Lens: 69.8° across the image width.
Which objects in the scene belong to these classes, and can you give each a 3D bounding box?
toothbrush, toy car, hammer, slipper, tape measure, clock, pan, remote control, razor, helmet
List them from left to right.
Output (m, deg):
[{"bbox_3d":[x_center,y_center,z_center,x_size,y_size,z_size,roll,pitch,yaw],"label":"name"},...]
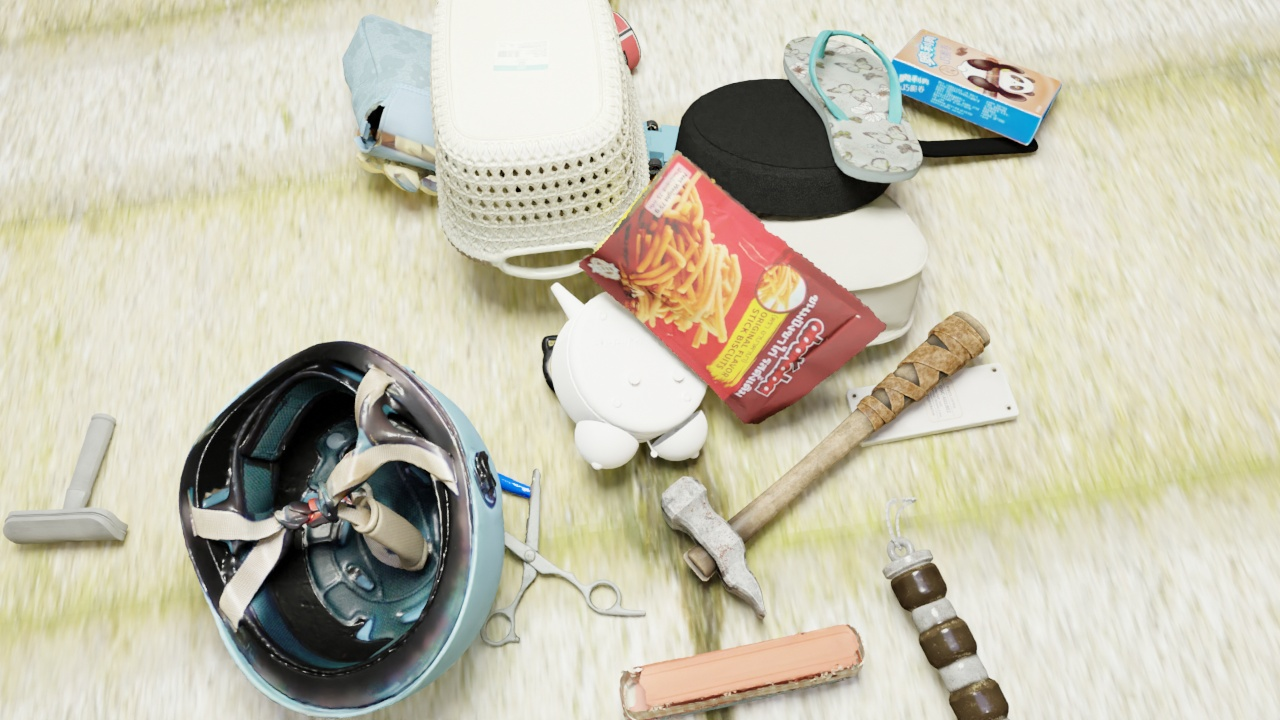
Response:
[{"bbox_3d":[-0.475,0.098,0.784,0.088,0.047,0.116,-3,56,2],"label":"razor"},{"bbox_3d":[-0.196,0.124,0.676,0.226,0.167,0.265,-31,64,9],"label":"helmet"},{"bbox_3d":[-0.168,0.080,0.785,0.182,0.016,0.018,20,62,13],"label":"toothbrush"},{"bbox_3d":[-0.055,0.005,0.801,0.062,0.034,0.061,-7,72,3],"label":"tape measure"},{"bbox_3d":[-0.005,0.005,0.755,0.125,0.073,0.160,-4,76,-25],"label":"clock"},{"bbox_3d":[0.041,-0.202,0.902,0.107,0.028,0.060,4,58,-12],"label":"toy car"},{"bbox_3d":[0.164,0.067,0.748,0.318,0.049,0.121,-38,71,-12],"label":"hammer"},{"bbox_3d":[0.199,-0.249,0.831,0.098,0.055,0.268,-1,43,-7],"label":"slipper"},{"bbox_3d":[0.209,-0.209,0.859,0.355,0.044,0.203,-5,42,-8],"label":"pan"},{"bbox_3d":[0.247,0.038,0.782,0.136,0.011,0.050,-10,64,0],"label":"remote control"},{"bbox_3d":[0.241,0.250,0.643,0.177,0.080,0.326,-20,65,-6],"label":"hammer"}]

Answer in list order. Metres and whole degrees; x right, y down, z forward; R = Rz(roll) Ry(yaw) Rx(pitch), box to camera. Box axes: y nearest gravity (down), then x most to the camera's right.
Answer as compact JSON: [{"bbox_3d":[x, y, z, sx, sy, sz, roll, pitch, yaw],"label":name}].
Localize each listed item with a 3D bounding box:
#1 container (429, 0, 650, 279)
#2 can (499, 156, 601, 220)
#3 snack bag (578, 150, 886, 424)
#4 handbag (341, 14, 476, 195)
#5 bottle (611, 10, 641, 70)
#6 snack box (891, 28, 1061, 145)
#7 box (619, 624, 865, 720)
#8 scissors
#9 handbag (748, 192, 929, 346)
[{"bbox_3d":[-0.089,-0.208,0.764,0.184,0.143,0.245,-8,63,-2],"label":"container"},{"bbox_3d":[-0.082,-0.166,0.865,0.090,0.075,0.089,-1,64,3],"label":"can"},{"bbox_3d":[0.067,-0.051,0.713,0.208,0.066,0.139,40,113,-12],"label":"snack bag"},{"bbox_3d":[-0.231,-0.241,0.895,0.121,0.119,0.191,8,45,-38],"label":"handbag"},{"bbox_3d":[-0.085,-0.284,0.930,0.176,0.062,0.062,-36,68,-13],"label":"bottle"},{"bbox_3d":[0.326,-0.270,0.899,0.151,0.034,0.087,28,48,16],"label":"snack box"},{"bbox_3d":[0.075,0.231,0.681,0.187,0.056,0.059,-13,96,-1],"label":"box"},{"bbox_3d":[-0.075,0.167,0.736,0.175,0.014,0.141,21,74,8],"label":"scissors"},{"bbox_3d":[0.143,-0.091,0.821,0.201,0.093,0.199,-5,44,1],"label":"handbag"}]
